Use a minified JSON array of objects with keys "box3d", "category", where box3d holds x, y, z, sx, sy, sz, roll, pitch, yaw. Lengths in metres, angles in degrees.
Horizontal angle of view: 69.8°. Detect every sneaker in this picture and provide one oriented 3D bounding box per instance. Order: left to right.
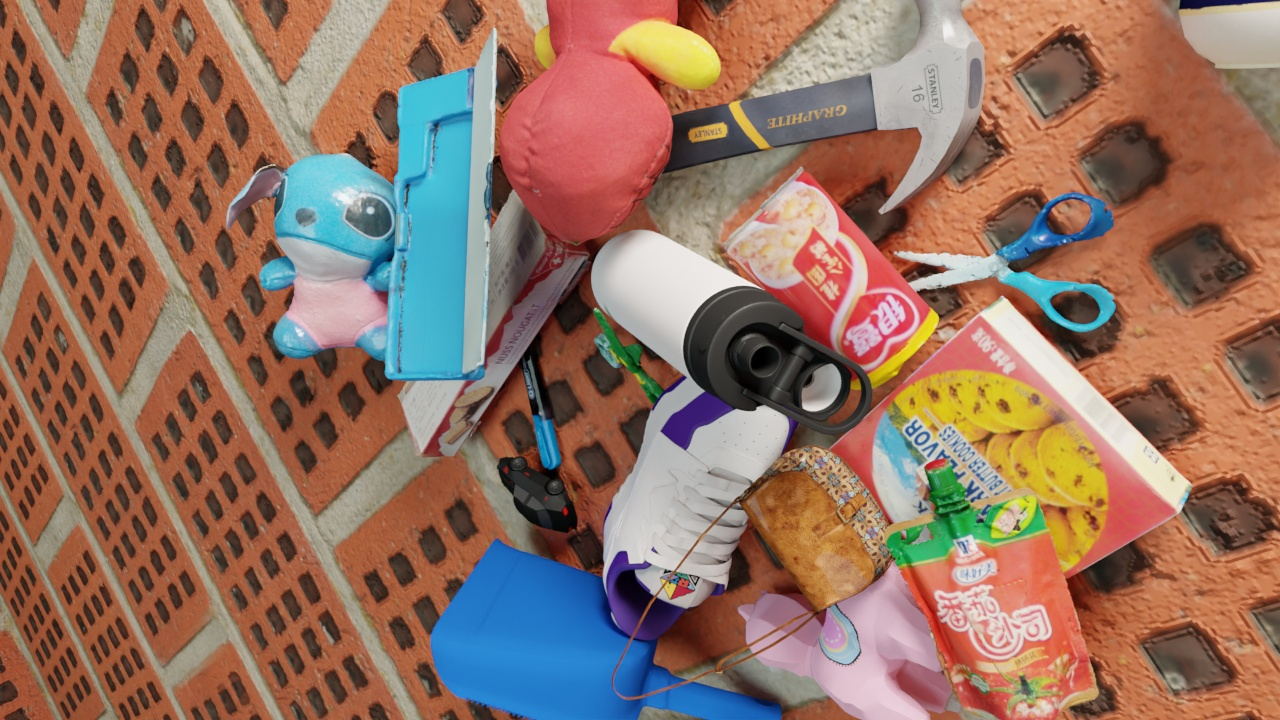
[{"box3d":[0.036,0.104,0.632,0.091,0.111,0.245,19,129,-13],"category":"sneaker"}]

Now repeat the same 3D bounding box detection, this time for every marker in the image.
[{"box3d":[-0.089,0.034,0.788,0.018,0.015,0.123,-7,99,43],"category":"marker"}]

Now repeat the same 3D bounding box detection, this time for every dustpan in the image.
[{"box3d":[-0.014,0.225,0.708,0.257,0.245,0.059,14,94,1],"category":"dustpan"}]

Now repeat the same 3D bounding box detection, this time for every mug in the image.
[{"box3d":[0.271,-0.174,0.396,0.112,0.085,0.089,-137,40,-66],"category":"mug"}]

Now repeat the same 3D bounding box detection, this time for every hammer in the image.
[{"box3d":[0.061,-0.156,0.594,0.313,0.035,0.139,0,106,39],"category":"hammer"}]

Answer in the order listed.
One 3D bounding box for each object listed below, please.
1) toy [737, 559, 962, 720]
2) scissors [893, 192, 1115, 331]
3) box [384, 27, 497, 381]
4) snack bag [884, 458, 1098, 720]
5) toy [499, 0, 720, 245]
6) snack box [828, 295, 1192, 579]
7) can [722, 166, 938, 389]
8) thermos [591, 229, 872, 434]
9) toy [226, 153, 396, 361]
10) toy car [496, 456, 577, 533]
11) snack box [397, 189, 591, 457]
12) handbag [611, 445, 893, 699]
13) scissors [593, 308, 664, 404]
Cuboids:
[{"box3d":[0.142,0.185,0.622,0.158,0.067,0.123,23,116,36],"category":"toy"},{"box3d":[0.203,-0.064,0.527,0.135,0.016,0.083,14,117,40],"category":"scissors"},{"box3d":[-0.134,-0.107,0.704,0.176,0.060,0.243,-4,83,53],"category":"box"},{"box3d":[0.196,0.128,0.523,0.087,0.044,0.155,-20,92,23],"category":"snack bag"},{"box3d":[-0.028,-0.182,0.580,0.148,0.098,0.216,16,93,51],"category":"toy"},{"box3d":[0.207,0.063,0.540,0.142,0.040,0.145,49,132,14],"category":"snack box"},{"box3d":[0.112,-0.047,0.547,0.124,0.066,0.067,47,130,-4],"category":"can"},{"box3d":[0.043,-0.024,0.570,0.068,0.101,0.230,-62,24,6],"category":"thermos"},{"box3d":[-0.261,-0.089,0.836,0.224,0.098,0.192,8,114,8],"category":"toy"},{"box3d":[-0.093,0.117,0.796,0.092,0.036,0.042,27,146,29],"category":"toy car"},{"box3d":[-0.131,-0.022,0.777,0.274,0.044,0.076,-52,52,36],"category":"snack box"},{"box3d":[0.062,0.135,0.553,0.093,0.195,0.043,55,167,3],"category":"handbag"},{"box3d":[-0.015,-0.008,0.671,0.108,0.012,0.132,38,167,39],"category":"scissors"}]
